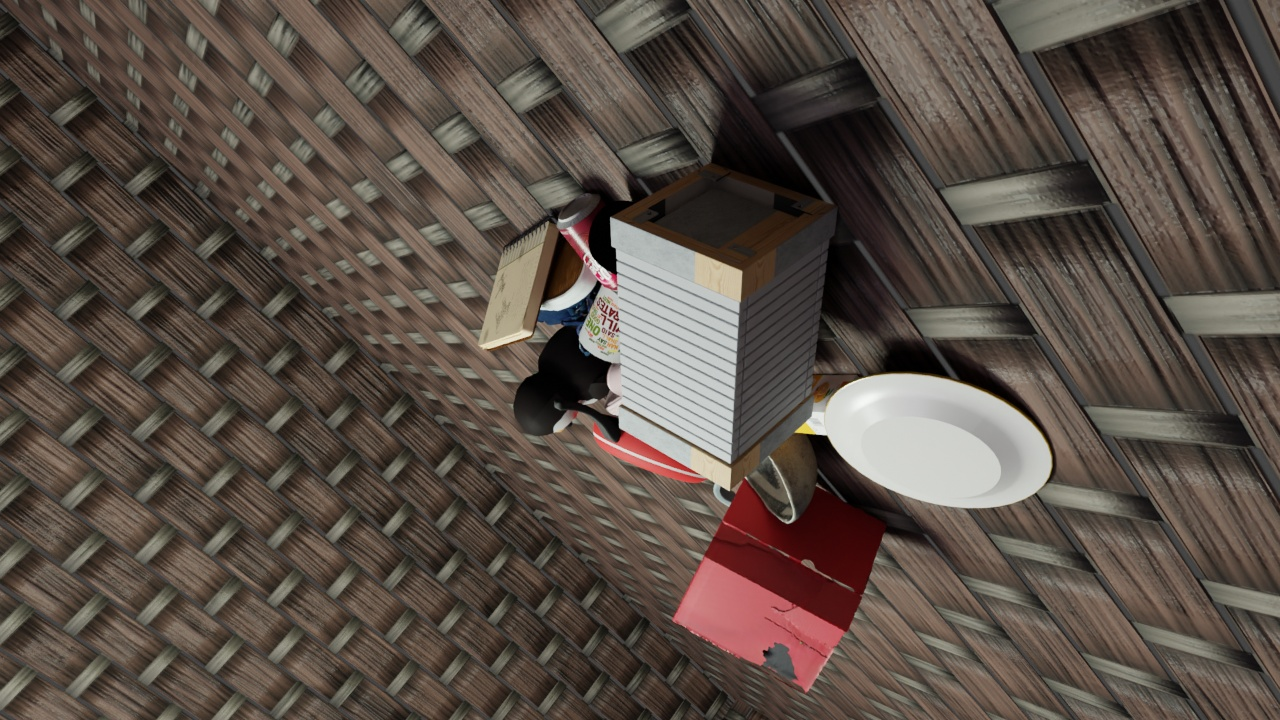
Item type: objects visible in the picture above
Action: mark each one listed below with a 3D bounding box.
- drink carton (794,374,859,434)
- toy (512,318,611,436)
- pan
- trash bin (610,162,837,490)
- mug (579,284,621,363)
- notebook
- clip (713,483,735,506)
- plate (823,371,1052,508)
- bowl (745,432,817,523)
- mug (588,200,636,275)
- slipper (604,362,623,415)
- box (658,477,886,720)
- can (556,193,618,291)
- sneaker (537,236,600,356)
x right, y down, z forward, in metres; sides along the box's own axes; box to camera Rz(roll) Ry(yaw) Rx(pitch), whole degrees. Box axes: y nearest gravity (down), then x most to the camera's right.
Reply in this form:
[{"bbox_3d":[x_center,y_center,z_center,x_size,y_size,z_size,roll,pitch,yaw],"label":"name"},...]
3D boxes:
[{"bbox_3d":[0.210,0.051,1.063,0.040,0.058,0.123,47,160,-19],"label":"drink carton"},{"bbox_3d":[-0.129,0.033,1.457,0.159,0.183,0.140,22,153,42],"label":"toy"},{"bbox_3d":[-0.020,0.120,1.406,0.209,0.067,0.355,21,-179,39],"label":"pan"},{"bbox_3d":[0.076,-0.034,0.880,0.142,0.142,0.247,27,136,32],"label":"trash bin"},{"bbox_3d":[-0.024,-0.058,1.200,0.073,0.105,0.090,32,117,9],"label":"mug"},{"bbox_3d":[-0.173,-0.103,1.289,0.024,0.167,0.226,17,169,-22],"label":"notebook"},{"bbox_3d":[0.130,0.183,1.403,0.173,0.030,0.159,33,134,-27],"label":"clip"},{"bbox_3d":[0.300,0.093,0.949,0.230,0.021,0.230,19,147,13],"label":"plate"},{"bbox_3d":[0.182,0.120,1.209,0.178,0.081,0.179,60,170,17],"label":"bowl"},{"bbox_3d":[0.006,-0.120,1.031,0.094,0.085,0.122,27,163,36],"label":"mug"},{"bbox_3d":[-0.008,0.007,1.268,0.064,0.094,0.240,30,152,-11],"label":"slipper"},{"bbox_3d":[0.184,0.307,1.252,0.211,0.317,0.121,27,164,8],"label":"box"},{"bbox_3d":[-0.046,-0.142,1.105,0.063,0.063,0.114,11,146,54],"label":"can"},{"bbox_3d":[-0.090,-0.088,1.282,0.127,0.120,0.295,21,168,-17],"label":"sneaker"}]
